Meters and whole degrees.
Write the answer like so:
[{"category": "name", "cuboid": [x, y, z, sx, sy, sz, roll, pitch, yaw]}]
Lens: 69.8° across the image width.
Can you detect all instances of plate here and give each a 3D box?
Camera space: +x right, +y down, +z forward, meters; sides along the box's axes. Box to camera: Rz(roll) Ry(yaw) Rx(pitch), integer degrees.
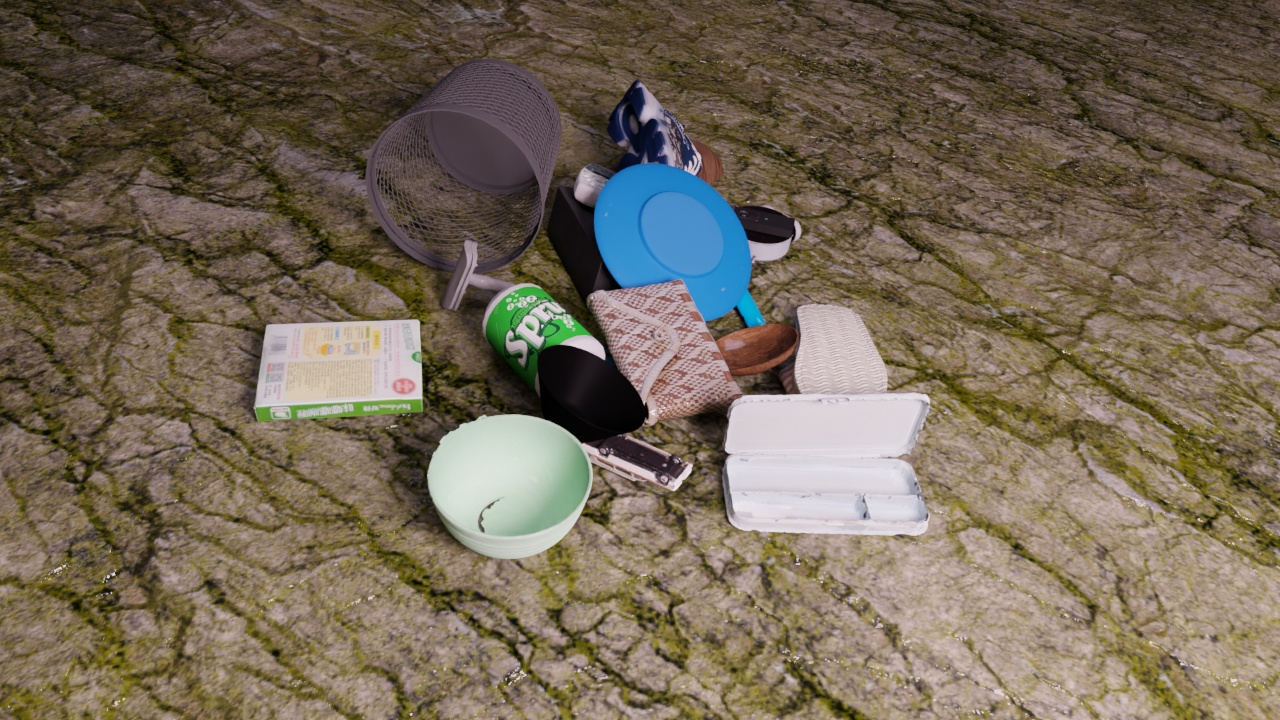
[{"category": "plate", "cuboid": [0.049, -0.155, 1.149, 0.224, 0.024, 0.224, 11, 64, -24]}]

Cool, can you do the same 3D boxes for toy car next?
[{"category": "toy car", "cuboid": [-0.005, 0.103, 0.931, 0.113, 0.039, 0.039, 22, 42, 23]}]

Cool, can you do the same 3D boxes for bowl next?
[{"category": "bowl", "cuboid": [-0.061, 0.045, 0.923, 0.124, 0.053, 0.123, 27, 28, -16]}, {"category": "bowl", "cuboid": [0.074, -0.318, 1.437, 0.119, 0.032, 0.119, 4, 41, -4]}, {"category": "bowl", "cuboid": [-0.122, 0.128, 0.857, 0.151, 0.077, 0.150, 5, 41, -4]}, {"category": "bowl", "cuboid": [0.132, -0.006, 1.075, 0.114, 0.026, 0.101, -13, 26, 15]}]

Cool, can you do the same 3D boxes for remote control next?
[{"category": "remote control", "cuboid": [-0.057, -0.233, 1.226, 0.060, 0.028, 0.114, 26, 26, -2]}, {"category": "remote control", "cuboid": [0.138, -0.199, 1.269, 0.150, 0.013, 0.034, 13, 41, 7]}]

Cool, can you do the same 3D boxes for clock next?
[{"category": "clock", "cuboid": [0.174, -0.182, 1.295, 0.094, 0.035, 0.122, 35, 47, 28]}]

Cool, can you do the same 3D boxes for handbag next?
[{"category": "handbag", "cuboid": [0.025, -0.015, 1.025, 0.124, 0.047, 0.185, -9, 54, -24]}, {"category": "handbag", "cuboid": [-0.001, -0.151, 1.226, 0.195, 0.072, 0.175, -1, 40, -27]}]

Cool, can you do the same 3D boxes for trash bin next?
[{"category": "trash bin", "cuboid": [-0.214, -0.265, 1.200, 0.218, 0.218, 0.226, 9, 37, 1]}]

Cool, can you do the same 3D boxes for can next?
[{"category": "can", "cuboid": [-0.109, -0.019, 1.022, 0.087, 0.088, 0.140, -24, 50, -31]}]

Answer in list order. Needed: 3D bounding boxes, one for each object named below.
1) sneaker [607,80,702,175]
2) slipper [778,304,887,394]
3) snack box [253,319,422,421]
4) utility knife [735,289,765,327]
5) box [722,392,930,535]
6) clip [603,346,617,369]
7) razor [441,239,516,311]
[{"category": "sneaker", "cuboid": [0.040, -0.288, 1.319, 0.132, 0.103, 0.269, 21, 37, -31]}, {"category": "slipper", "cuboid": [0.220, 0.006, 1.071, 0.115, 0.052, 0.262, 4, 29, 5]}, {"category": "snack box", "cuboid": [-0.325, 0.008, 1.003, 0.168, 0.027, 0.131, -3, 42, -13]}, {"category": "utility knife", "cuboid": [0.135, -0.064, 1.167, 0.031, 0.015, 0.220, -7, 39, -12]}, {"category": "box", "cuboid": [0.188, 0.107, 0.914, 0.210, 0.129, 0.105, -2, 42, -3]}, {"category": "clip", "cuboid": [-0.003, 0.004, 1.060, 0.120, 0.033, 0.122, -28, 53, -30]}, {"category": "razor", "cuboid": [-0.172, -0.089, 1.117, 0.116, 0.088, 0.047, 16, 37, -21]}]
